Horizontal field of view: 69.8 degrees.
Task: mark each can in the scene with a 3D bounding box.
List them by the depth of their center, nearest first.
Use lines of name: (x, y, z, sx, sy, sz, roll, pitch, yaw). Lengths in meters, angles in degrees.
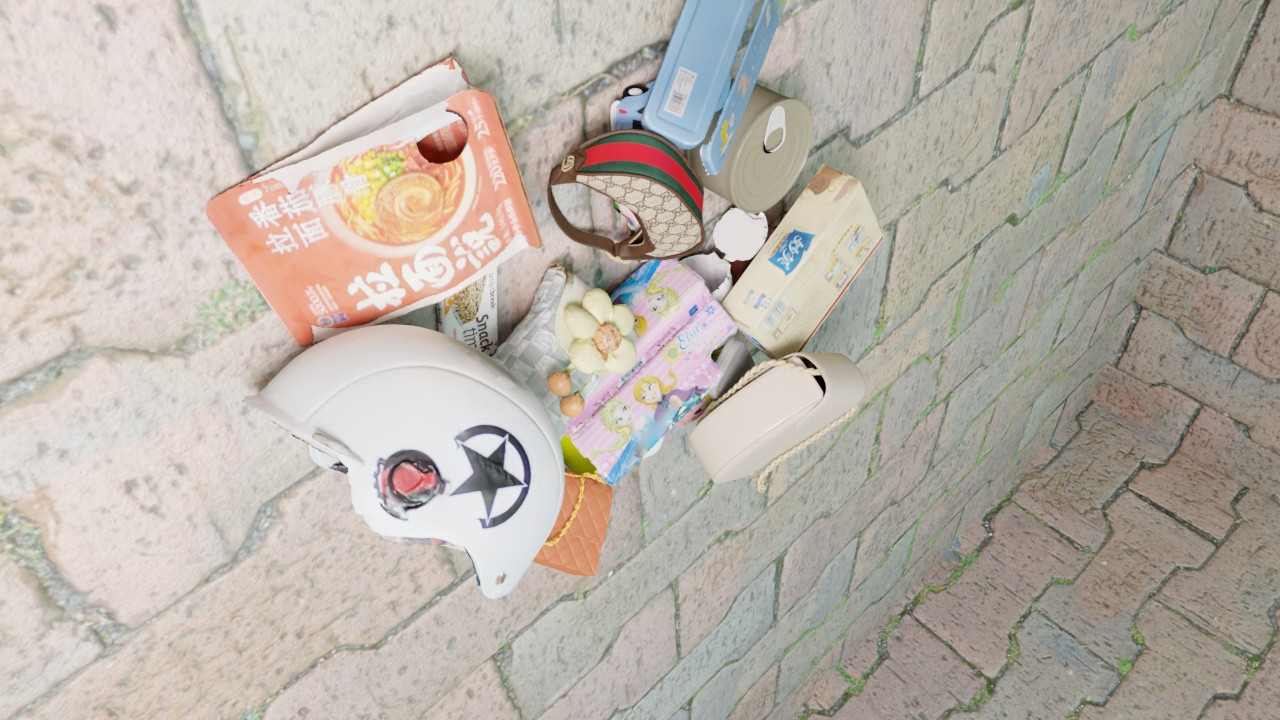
can: (0.117, -0.232, 0.992, 0.127, 0.073, 0.128, -32, 141, -30)

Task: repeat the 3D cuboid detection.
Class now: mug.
mug: (-0.035, 0.087, 1.092, 0.106, 0.082, 0.083, -10, 128, -47)

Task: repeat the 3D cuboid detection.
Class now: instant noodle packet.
instant noodle packet: (-0.206, -0.116, 0.729, 0.220, 0.084, 0.164, -30, 143, -13)

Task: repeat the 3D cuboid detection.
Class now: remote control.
remote control: (0.110, 0.018, 1.138, 0.074, 0.019, 0.151, -62, 162, -5)

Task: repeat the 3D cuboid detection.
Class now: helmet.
helmet: (-0.175, 0.060, 0.761, 0.264, 0.237, 0.163, 40, 76, -21)

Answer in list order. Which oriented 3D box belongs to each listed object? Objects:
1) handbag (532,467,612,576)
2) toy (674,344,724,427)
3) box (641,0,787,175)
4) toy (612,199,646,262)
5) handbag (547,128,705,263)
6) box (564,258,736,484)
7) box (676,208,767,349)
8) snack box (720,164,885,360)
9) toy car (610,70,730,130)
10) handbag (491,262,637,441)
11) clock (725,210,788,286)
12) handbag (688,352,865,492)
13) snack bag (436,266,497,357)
handbag: (-0.113, 0.158, 0.996, 0.171, 0.060, 0.108, 26, 66, -30)
toy: (0.061, 0.019, 1.172, 0.131, 0.096, 0.124, -20, 131, -15)
box: (0.081, -0.286, 0.851, 0.120, 0.049, 0.209, 25, 84, -37)
toy: (0.018, -0.158, 0.958, 0.093, 0.050, 0.102, -34, 144, -12)
handbag: (-0.013, -0.146, 0.876, 0.166, 0.139, 0.063, 40, 48, -53)
box: (-0.005, 0.003, 0.988, 0.230, 0.159, 0.066, -44, 173, -10)
box: (0.095, -0.097, 1.089, 0.143, 0.083, 0.137, -35, 143, -13)
snack box: (0.195, -0.107, 1.085, 0.207, 0.055, 0.153, -54, 149, 0)
toy car: (0.036, -0.249, 0.893, 0.153, 0.055, 0.056, -34, 143, -27)
handbag: (-0.080, 0.006, 0.898, 0.112, 0.123, 0.171, 42, 75, -30)
clock: (0.161, -0.113, 1.160, 0.120, 0.072, 0.158, -4, 124, -50)
handbag: (0.168, 0.075, 1.126, 0.209, 0.103, 0.210, -40, 161, 25)
snack bag: (-0.166, -0.012, 0.898, 0.070, 0.016, 0.197, -29, 140, -35)
